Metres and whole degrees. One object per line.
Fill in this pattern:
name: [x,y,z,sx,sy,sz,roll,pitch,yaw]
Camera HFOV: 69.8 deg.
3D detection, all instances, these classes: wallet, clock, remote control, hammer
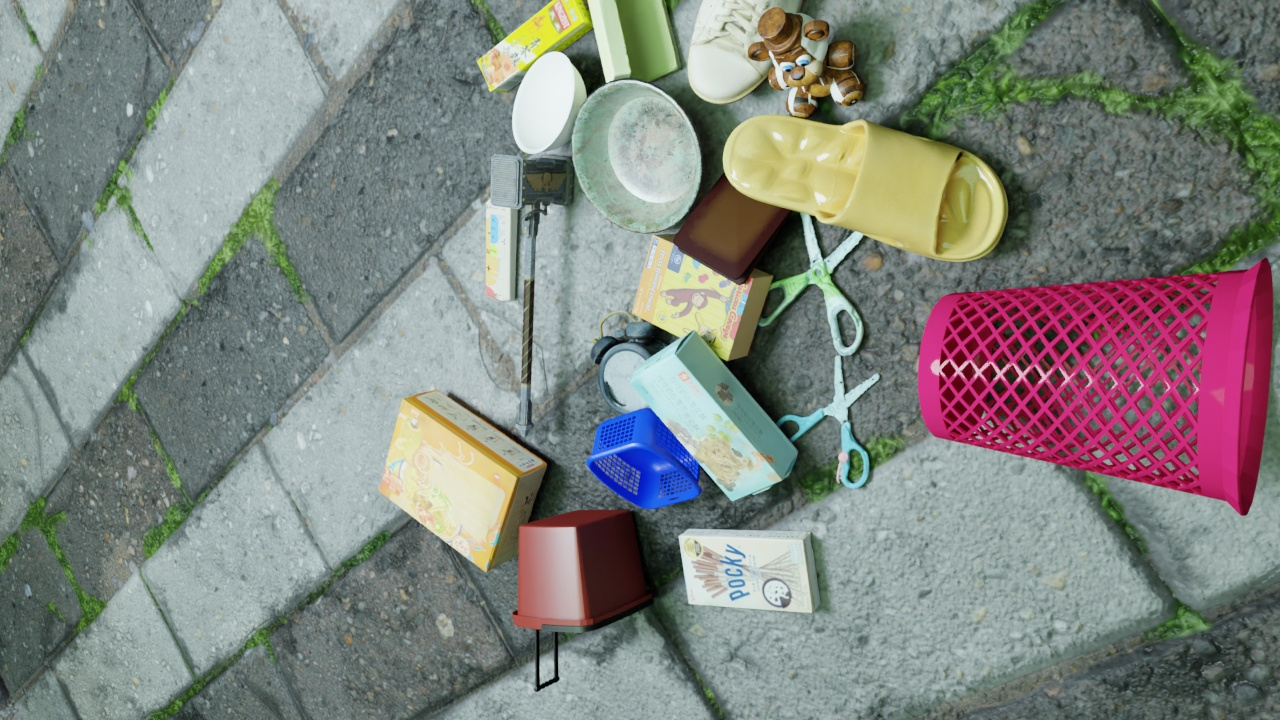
wallet: [0.096,-0.141,0.901,0.091,0.018,0.115,34,88,29]
clock: [-0.006,0.006,1.009,0.090,0.052,0.129,-27,81,33]
remote control: [-0.166,-0.132,1.097,0.038,0.018,0.126,14,109,29]
hammer: [-0.126,-0.067,1.037,0.044,0.098,0.322,12,107,29]

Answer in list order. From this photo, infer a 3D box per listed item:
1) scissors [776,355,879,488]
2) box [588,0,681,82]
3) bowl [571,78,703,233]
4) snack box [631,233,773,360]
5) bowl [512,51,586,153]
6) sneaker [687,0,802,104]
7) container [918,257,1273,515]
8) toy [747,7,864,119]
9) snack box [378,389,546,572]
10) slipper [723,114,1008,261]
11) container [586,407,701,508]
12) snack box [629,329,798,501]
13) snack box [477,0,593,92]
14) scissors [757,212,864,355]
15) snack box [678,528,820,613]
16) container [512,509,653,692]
scissors: [0.186,0.061,0.927,0.126,0.015,0.136,0,95,31]
box: [-0.028,-0.374,0.937,0.078,0.089,0.188,-6,100,64]
bowl: [0.004,-0.212,0.946,0.158,0.038,0.158,16,122,28]
snack box: [0.062,-0.067,0.947,0.126,0.040,0.088,28,114,30]
bowl: [-0.090,-0.273,0.995,0.110,0.040,0.110,-12,74,46]
sneaker: [0.109,-0.344,0.815,0.089,0.102,0.242,22,110,3]
container: [0.352,0.012,0.724,0.226,0.182,0.183,5,103,39]
toy: [0.145,-0.270,0.821,0.087,0.112,0.067,-9,74,37]
snack box: [-0.222,0.147,1.155,0.195,0.080,0.145,30,115,23]
slipper: [0.193,-0.165,0.817,0.264,0.078,0.099,19,92,23]
container: [0.008,0.104,0.990,0.096,0.058,0.114,-21,133,33]
snack box: [0.075,0.058,0.933,0.174,0.053,0.075,49,133,-10]
snack box: [-0.115,-0.349,1.009,0.148,0.028,0.040,-24,88,33]
scissors: [0.180,-0.082,0.897,0.172,0.023,0.168,-46,71,34]
snack box: [0.116,0.226,0.996,0.150,0.026,0.082,-6,98,32]
container: [-0.068,0.280,1.050,0.127,0.147,0.201,-6,89,34]
